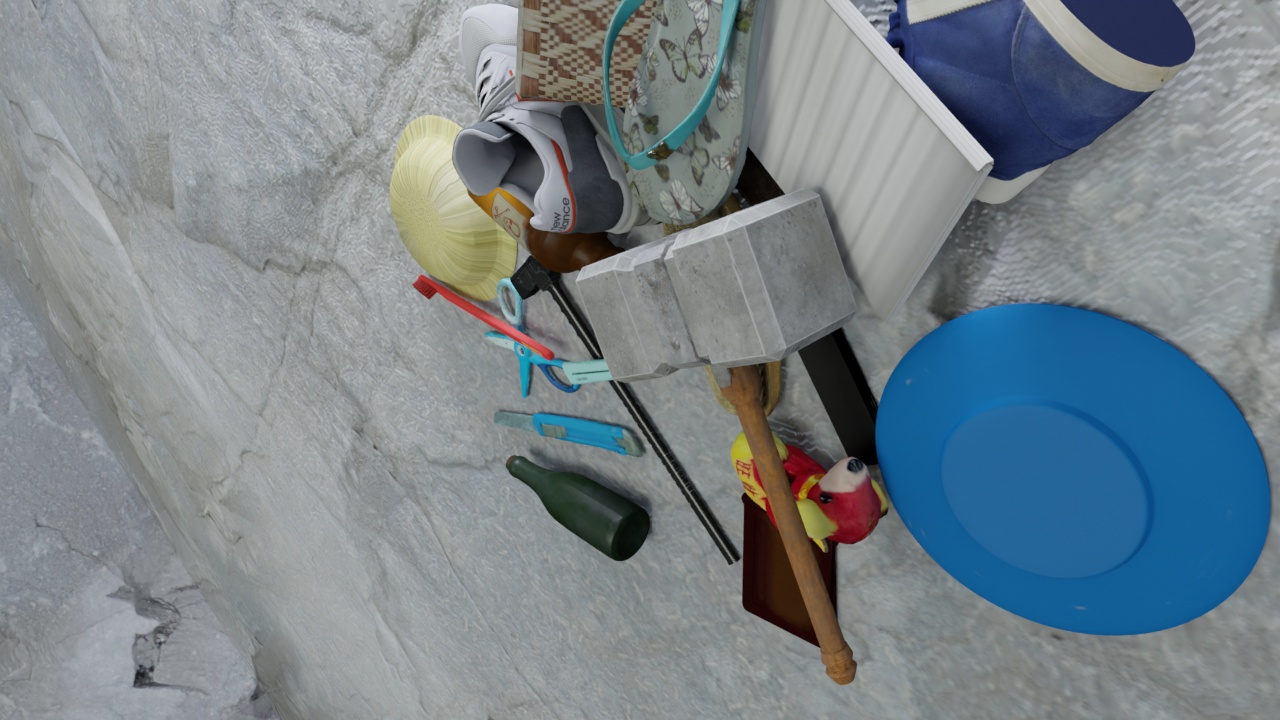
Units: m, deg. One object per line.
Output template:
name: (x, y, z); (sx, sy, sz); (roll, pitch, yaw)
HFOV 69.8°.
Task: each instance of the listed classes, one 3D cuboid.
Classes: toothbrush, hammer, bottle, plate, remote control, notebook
toothbrush: (-0.160, -0.041, 0.899); (0.213, 0.017, 0.012); (29, 158, 36)
hammer: (0.083, 0.067, 0.590); (0.163, 0.082, 0.318); (-10, 103, 53)
bottle: (-0.067, -0.111, 0.739); (0.157, 0.067, 0.068); (43, 138, 19)
plate: (0.242, 0.075, 0.551); (0.224, 0.024, 0.225); (22, 126, 32)
remote control: (0.134, 0.005, 0.641); (0.035, 0.013, 0.150); (-19, 99, 50)
plate: (-0.194, -0.137, 0.880); (0.184, 0.036, 0.185); (25, 129, 35)
notebook: (0.099, -0.138, 0.510); (0.209, 0.009, 0.143); (57, 162, 21)
bottle: (-0.071, 0.135, 0.904); (0.174, 0.055, 0.055); (24, 129, 37)
hammer: (-0.003, 0.038, 0.806); (0.325, 0.015, 0.095); (56, 140, 3)

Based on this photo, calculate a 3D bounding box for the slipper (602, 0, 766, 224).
slipper: (0.024, -0.173, 0.527); (0.098, 0.054, 0.269); (44, 146, 23)

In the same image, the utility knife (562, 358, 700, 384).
utility knife: (-0.005, 0.004, 0.768); (0.166, 0.015, 0.022); (-6, 108, 43)

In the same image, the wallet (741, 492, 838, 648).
wallet: (0.122, 0.173, 0.755); (0.092, 0.018, 0.116); (18, 123, 40)

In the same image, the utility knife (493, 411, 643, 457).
utility knife: (-0.080, 0.069, 0.905); (0.222, 0.015, 0.031); (5, 112, 46)

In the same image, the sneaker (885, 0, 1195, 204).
sneaker: (0.147, -0.186, 0.466); (0.233, 0.091, 0.119); (50, 151, 14)

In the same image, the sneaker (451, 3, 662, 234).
sneaker: (-0.090, -0.176, 0.678); (0.240, 0.124, 0.089); (45, 138, 17)

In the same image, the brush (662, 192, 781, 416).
brush: (0.060, -0.046, 0.664); (0.059, 0.043, 0.195); (0, 112, 46)

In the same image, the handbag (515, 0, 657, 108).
handbag: (-0.016, -0.251, 0.586); (0.124, 0.046, 0.186); (8, 126, 2)

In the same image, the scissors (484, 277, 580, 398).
scissors: (-0.107, -0.012, 0.884); (0.140, 0.011, 0.134); (29, 132, 30)

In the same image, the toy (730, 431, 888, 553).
toy: (0.120, 0.100, 0.676); (0.137, 0.067, 0.105); (15, 138, 56)

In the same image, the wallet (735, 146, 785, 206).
wallet: (0.107, -0.122, 0.583); (0.120, 0.031, 0.100); (53, 141, 17)
